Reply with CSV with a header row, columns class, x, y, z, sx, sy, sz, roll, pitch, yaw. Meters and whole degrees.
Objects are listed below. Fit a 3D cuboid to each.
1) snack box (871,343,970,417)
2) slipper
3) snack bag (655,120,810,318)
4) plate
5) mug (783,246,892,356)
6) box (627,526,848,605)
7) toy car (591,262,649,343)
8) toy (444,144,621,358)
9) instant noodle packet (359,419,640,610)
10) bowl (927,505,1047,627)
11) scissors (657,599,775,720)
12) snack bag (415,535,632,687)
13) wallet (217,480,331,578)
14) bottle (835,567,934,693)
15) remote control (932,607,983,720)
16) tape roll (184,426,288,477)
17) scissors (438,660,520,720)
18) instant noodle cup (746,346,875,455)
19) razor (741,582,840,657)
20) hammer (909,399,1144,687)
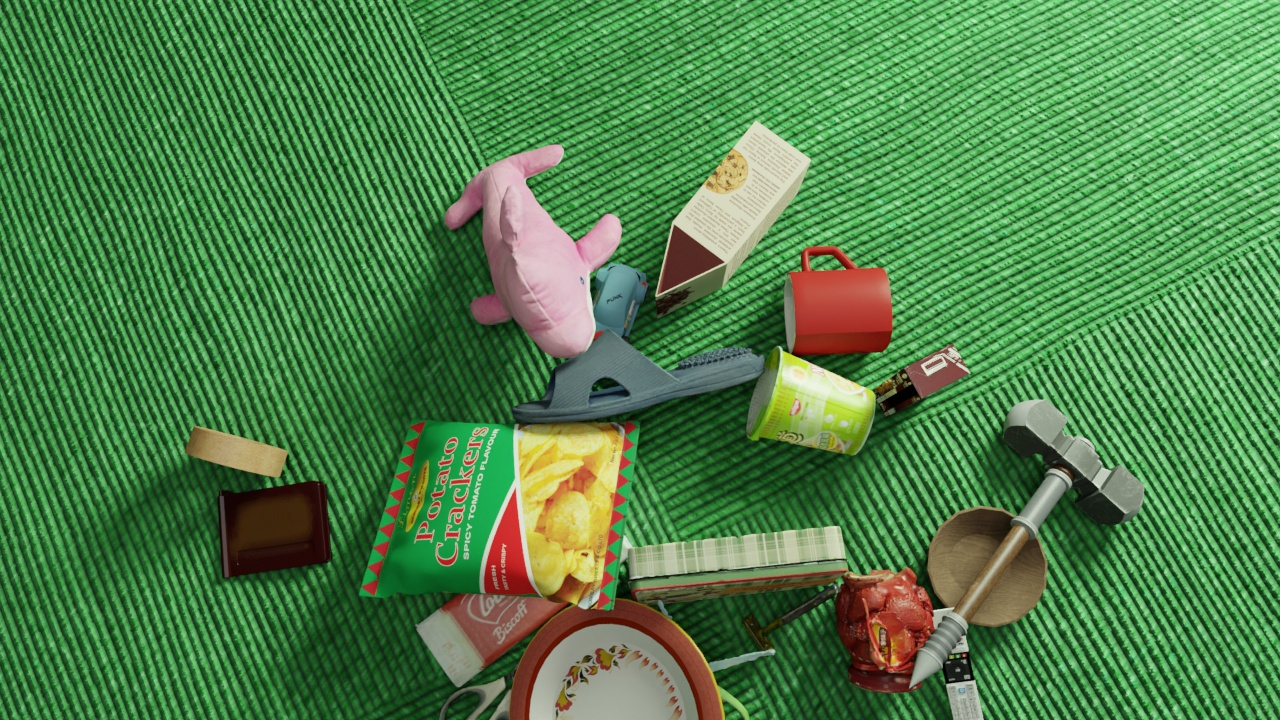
class,x,y,z,sx,sy,sz,roll,pitch,yaw
snack box,0.271,0.022,0.900,0.051,0.141,0.031,-26,80,-3
slipper,-0.006,0.005,0.930,0.263,0.101,0.082,-12,97,-4
snack bag,0.081,-0.134,0.959,0.070,0.094,0.206,38,83,8
plate,-0.024,0.343,0.872,0.230,0.021,0.229,-6,78,26
mug,0.202,-0.065,0.951,0.096,0.080,0.116,-3,73,2
box,0.090,0.200,0.889,0.205,0.118,0.050,-6,73,-1
toy car,-0.030,-0.054,0.983,0.060,0.027,0.107,18,81,5
toy,-0.119,-0.122,0.931,0.187,0.128,0.265,-30,59,6
instant noodle packet,-0.135,0.143,0.899,0.253,0.090,0.195,-1,56,14
bowl,0.344,0.205,0.921,0.118,0.030,0.117,0,80,2
scissors,0.053,0.304,0.893,0.172,0.021,0.171,-22,102,27
snack bag,-0.117,0.232,0.931,0.225,0.041,0.077,-36,82,-5
wallet,-0.386,0.175,0.963,0.115,0.018,0.091,-9,80,3
bottle,0.236,0.256,0.881,0.099,0.099,0.111,0,88,2
remote control,0.310,0.301,0.900,0.028,0.011,0.124,-12,95,13
tape roll,-0.412,0.093,0.938,0.094,0.094,0.027,15,81,5
scissors,-0.124,0.335,0.927,0.169,0.012,0.132,-21,82,-4
instant noodle cup,0.174,0.047,0.929,0.108,0.099,0.099,17,81,-3
razor,0.152,0.249,0.904,0.106,0.026,0.042,-39,78,23
hammer,0.344,0.185,0.868,0.156,0.043,0.321,44,65,8
